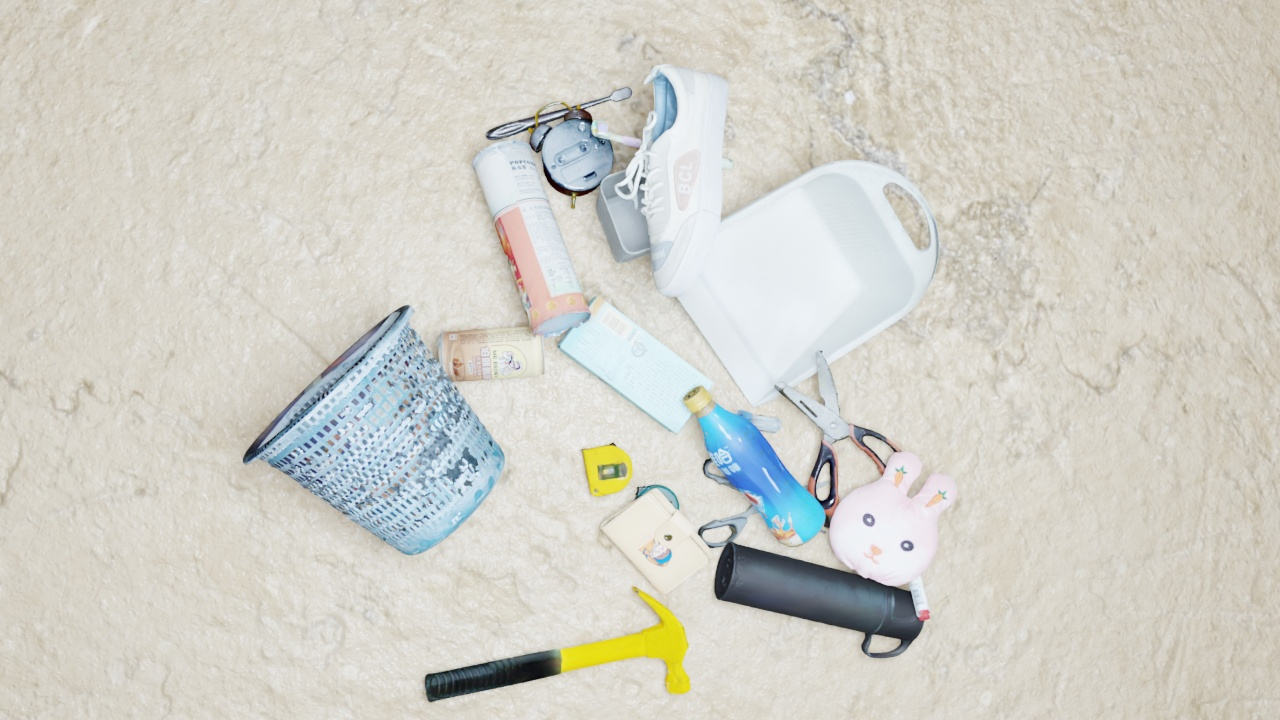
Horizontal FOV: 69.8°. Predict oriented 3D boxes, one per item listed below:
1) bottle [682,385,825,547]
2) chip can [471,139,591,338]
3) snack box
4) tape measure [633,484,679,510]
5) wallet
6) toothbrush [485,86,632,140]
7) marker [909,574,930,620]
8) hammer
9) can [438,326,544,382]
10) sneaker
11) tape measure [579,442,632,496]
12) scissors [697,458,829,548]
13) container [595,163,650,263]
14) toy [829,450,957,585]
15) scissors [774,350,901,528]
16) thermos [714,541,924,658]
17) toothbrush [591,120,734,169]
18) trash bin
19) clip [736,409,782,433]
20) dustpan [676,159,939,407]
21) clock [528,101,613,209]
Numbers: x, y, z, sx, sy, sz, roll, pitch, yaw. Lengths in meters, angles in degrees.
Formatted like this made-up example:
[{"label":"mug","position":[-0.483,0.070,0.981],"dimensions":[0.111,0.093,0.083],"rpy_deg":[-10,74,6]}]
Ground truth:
[{"label":"bottle","position":[0.127,0.117,1.050],"dimensions":[0.065,0.065,0.218],"rpy_deg":[-41,104,-8]},{"label":"chip can","position":[-0.121,-0.135,1.022],"dimensions":[0.071,0.071,0.214],"rpy_deg":[-19,78,-9]},{"label":"snack box","position":[-0.006,0.006,1.066],"dimensions":[0.175,0.052,0.074],"rpy_deg":[37,84,-5]},{"label":"tape measure","position":[0.018,0.173,1.077],"dimensions":[0.058,0.025,0.054],"rpy_deg":[26,85,-7]},{"label":"wallet","position":[0.023,0.208,1.058],"dimensions":[0.087,0.024,0.115],"rpy_deg":[-38,102,11]},{"label":"toothbrush","position":[-0.096,-0.291,1.085],"dimensions":[0.181,0.018,0.016],"rpy_deg":[-19,107,-7]},{"label":"marker","position":[0.320,0.235,1.090],"dimensions":[0.017,0.017,0.145],"rpy_deg":[-2,60,-9]},{"label":"hammer","position":[-0.093,0.343,1.050],"dimensions":[0.300,0.033,0.128],"rpy_deg":[-9,89,-9]},{"label":"can","position":[-0.168,-0.007,1.039],"dimensions":[0.116,0.058,0.058],"rpy_deg":[-4,88,-8]},{"label":"sneaker","position":[0.028,-0.189,0.941],"dimensions":[0.090,0.090,0.242],"rpy_deg":[11,82,-24]},{"label":"tape measure","position":[-0.037,0.127,1.069],"dimensions":[0.057,0.029,0.060],"rpy_deg":[-10,89,-9]},{"label":"scissors","position":[0.143,0.171,1.103],"dimensions":[0.180,0.014,0.159],"rpy_deg":[-34,96,-10]},{"label":"container","position":[0.002,-0.165,1.043],"dimensions":[0.090,0.114,0.090],"rpy_deg":[-21,91,-9]},{"label":"toy","position":[0.298,0.184,1.079],"dimensions":[0.121,0.054,0.159],"rpy_deg":[32,78,17]},{"label":"scissors","position":[0.239,0.096,1.095],"dimensions":[0.189,0.015,0.227],"rpy_deg":[2,100,-17]},{"label":"thermos","position":[0.209,0.285,1.077],"dimensions":[0.242,0.068,0.090],"rpy_deg":[16,80,-8]},{"label":"toothbrush","position":[0.031,-0.248,1.070],"dimensions":[0.189,0.029,0.020],"rpy_deg":[8,131,-28]},{"label":"trash bin","position":[-0.259,0.088,0.960],"dimensions":[0.226,0.227,0.195],"rpy_deg":[-44,107,-8]},{"label":"clip","position":[0.143,0.075,1.104],"dimensions":[0.058,0.043,0.027],"rpy_deg":[8,85,-12]},{"label":"dustpan","position":[0.196,-0.100,1.040],"dimensions":[0.257,0.143,0.223],"rpy_deg":[-40,106,-12]},{"label":"clock","position":[-0.080,-0.244,1.064],"dimensions":[0.082,0.055,0.122],"rpy_deg":[-28,92,-8]}]
